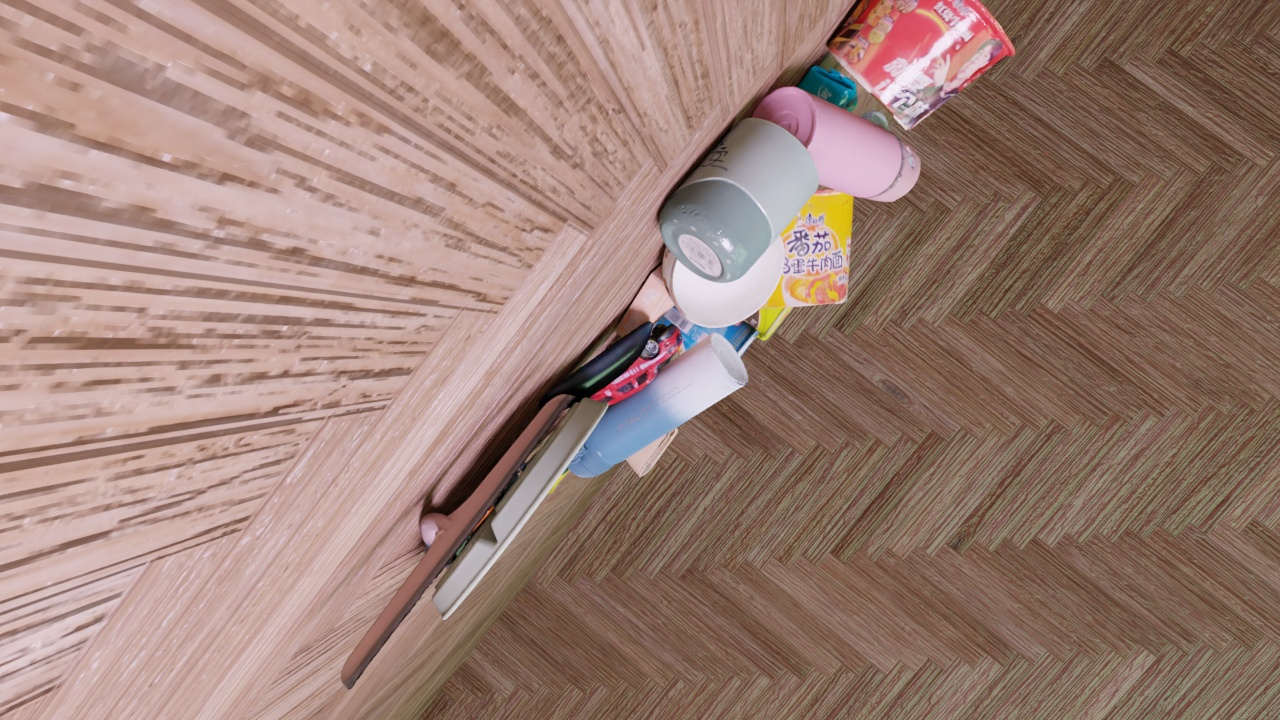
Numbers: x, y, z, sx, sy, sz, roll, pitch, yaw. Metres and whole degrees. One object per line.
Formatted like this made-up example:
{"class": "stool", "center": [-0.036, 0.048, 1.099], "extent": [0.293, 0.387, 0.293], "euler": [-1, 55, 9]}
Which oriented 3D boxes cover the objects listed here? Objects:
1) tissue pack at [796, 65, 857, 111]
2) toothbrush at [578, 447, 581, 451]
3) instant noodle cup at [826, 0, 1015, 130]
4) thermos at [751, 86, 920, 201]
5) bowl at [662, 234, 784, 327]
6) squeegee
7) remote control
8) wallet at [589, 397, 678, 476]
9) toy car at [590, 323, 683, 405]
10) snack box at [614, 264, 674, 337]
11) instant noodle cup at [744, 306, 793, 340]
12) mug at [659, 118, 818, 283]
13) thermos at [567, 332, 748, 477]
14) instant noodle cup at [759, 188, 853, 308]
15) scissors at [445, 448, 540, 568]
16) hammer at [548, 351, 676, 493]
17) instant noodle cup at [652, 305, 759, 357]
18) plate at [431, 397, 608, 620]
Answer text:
{"class": "tissue pack", "center": [0.152, -0.215, 0.882], "extent": [0.134, 0.050, 0.093], "euler": [-53, 173, 16]}
{"class": "toothbrush", "center": [-0.113, 0.130, 1.017], "extent": [0.190, 0.014, 0.017], "euler": [-41, -166, 44]}
{"class": "instant noodle cup", "center": [0.242, -0.279, 0.813], "extent": [0.109, 0.138, 0.137], "euler": [-45, 177, 21]}
{"class": "thermos", "center": [0.176, -0.191, 0.800], "extent": [0.067, 0.087, 0.198], "euler": [-13, 171, 42]}
{"class": "bowl", "center": [0.068, -0.094, 0.835], "extent": [0.113, 0.113, 0.062], "euler": [-53, -143, 14]}
{"class": "squeegee", "center": [-0.161, 0.143, 0.742], "extent": [0.247, 0.040, 0.250], "euler": [-54, -179, -22]}
{"class": "remote control", "center": [-0.036, 0.010, 0.850], "extent": [0.136, 0.024, 0.053], "euler": [-37, 167, -22]}
{"class": "wallet", "center": [-0.012, 0.064, 1.052], "extent": [0.024, 0.115, 0.087], "euler": [-6, 139, -50]}
{"class": "toy car", "center": [-0.006, 0.005, 0.938], "extent": [0.121, 0.045, 0.052], "euler": [-34, -171, 29]}
{"class": "snack box", "center": [0.037, -0.083, 0.933], "extent": [0.156, 0.026, 0.085], "euler": [-44, 172, -49]}
{"class": "instant noodle cup", "center": [0.128, -0.102, 1.057], "extent": [0.111, 0.123, 0.112], "euler": [-51, 173, -9]}
{"class": "mug", "center": [0.065, -0.120, 0.713], "extent": [0.106, 0.082, 0.112], "euler": [-50, -154, -16]}
{"class": "thermos", "center": [0.009, 0.054, 0.980], "extent": [0.221, 0.070, 0.070], "euler": [-34, -179, 22]}
{"class": "instant noodle cup", "center": [0.147, -0.108, 0.911], "extent": [0.138, 0.138, 0.110], "euler": [-27, 114, -77]}
{"class": "scissors", "center": [-0.136, 0.134, 0.967], "extent": [0.229, 0.021, 0.189], "euler": [-52, 175, 10]}
{"class": "hammer", "center": [-0.034, 0.061, 1.273], "extent": [0.322, 0.032, 0.126], "euler": [-48, 173, -29]}
{"class": "instant noodle cup", "center": [0.077, -0.034, 1.147], "extent": [0.099, 0.110, 0.099], "euler": [-51, 174, -8]}
{"class": "plate", "center": [-0.106, 0.122, 0.792], "extent": [0.230, 0.027, 0.230], "euler": [-53, -177, 3]}
